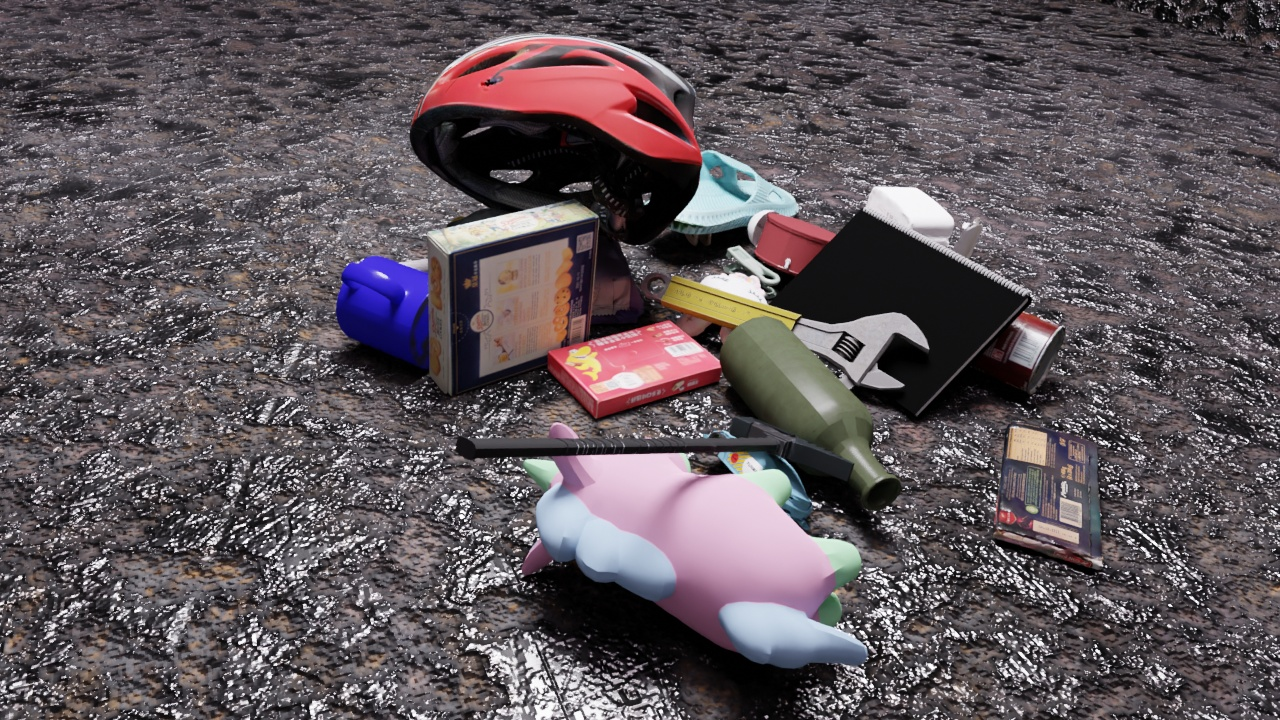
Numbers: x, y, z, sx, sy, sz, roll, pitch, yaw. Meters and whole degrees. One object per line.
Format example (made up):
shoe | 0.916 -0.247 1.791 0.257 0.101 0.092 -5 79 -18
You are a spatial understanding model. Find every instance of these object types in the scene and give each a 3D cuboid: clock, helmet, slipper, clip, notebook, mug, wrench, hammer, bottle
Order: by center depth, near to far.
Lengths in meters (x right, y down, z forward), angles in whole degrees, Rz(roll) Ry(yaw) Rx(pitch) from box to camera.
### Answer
hammer | 0.022 0.053 0.541 0.095 0.015 0.324 22 9 35
bottle | 0.137 0.042 0.738 0.071 0.072 0.206 -8 35 -20
mug | -0.214 -0.049 0.801 0.083 0.111 0.079 20 74 23
wrench | 0.126 -0.037 0.850 0.273 0.018 0.083 20 80 19
helmet | -0.076 -0.207 0.854 0.272 0.218 0.166 9 71 3
notebook | 0.237 -0.054 0.871 0.149 0.016 0.207 -46 46 -2
clip | 0.121 -0.094 0.989 0.023 0.047 0.076 -19 43 -29
clock | 0.172 -0.127 1.010 0.096 0.048 0.137 13 19 -18
clip | 0.064 -0.154 1.079 0.047 0.025 0.062 12 31 12
slipper | 0.106 -0.201 1.090 0.116 0.070 0.275 30 30 27

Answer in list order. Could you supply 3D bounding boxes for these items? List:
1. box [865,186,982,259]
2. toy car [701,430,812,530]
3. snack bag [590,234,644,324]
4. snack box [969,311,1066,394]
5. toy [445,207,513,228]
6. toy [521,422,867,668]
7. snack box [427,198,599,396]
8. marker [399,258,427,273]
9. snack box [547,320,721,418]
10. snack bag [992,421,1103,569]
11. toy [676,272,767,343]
box | 0.315 -0.124 0.990 0.130 0.110 0.103 -5 34 -14
toy car | 0.091 0.079 0.688 0.060 0.027 0.107 27 14 -41
snack bag | -0.063 -0.107 0.956 0.096 0.058 0.205 -4 35 -13
snack box | 0.326 -0.024 0.868 0.121 0.072 0.072 29 39 31
toy | -0.148 -0.087 0.886 0.097 0.100 0.119 38 52 -26
toy | 0.030 0.120 0.576 0.170 0.120 0.222 -4 31 -32
snack box | -0.109 -0.054 0.788 0.144 0.145 0.042 -18 43 -32
marker | -0.216 -0.097 0.956 0.145 0.019 0.019 -12 36 -25
snack box | -0.005 0.005 0.823 0.132 0.021 0.089 -16 38 -29
snack bag | 0.321 0.100 0.721 0.075 0.018 0.154 16 34 16
toy | 0.091 -0.058 0.918 0.076 0.037 0.125 25 44 15
